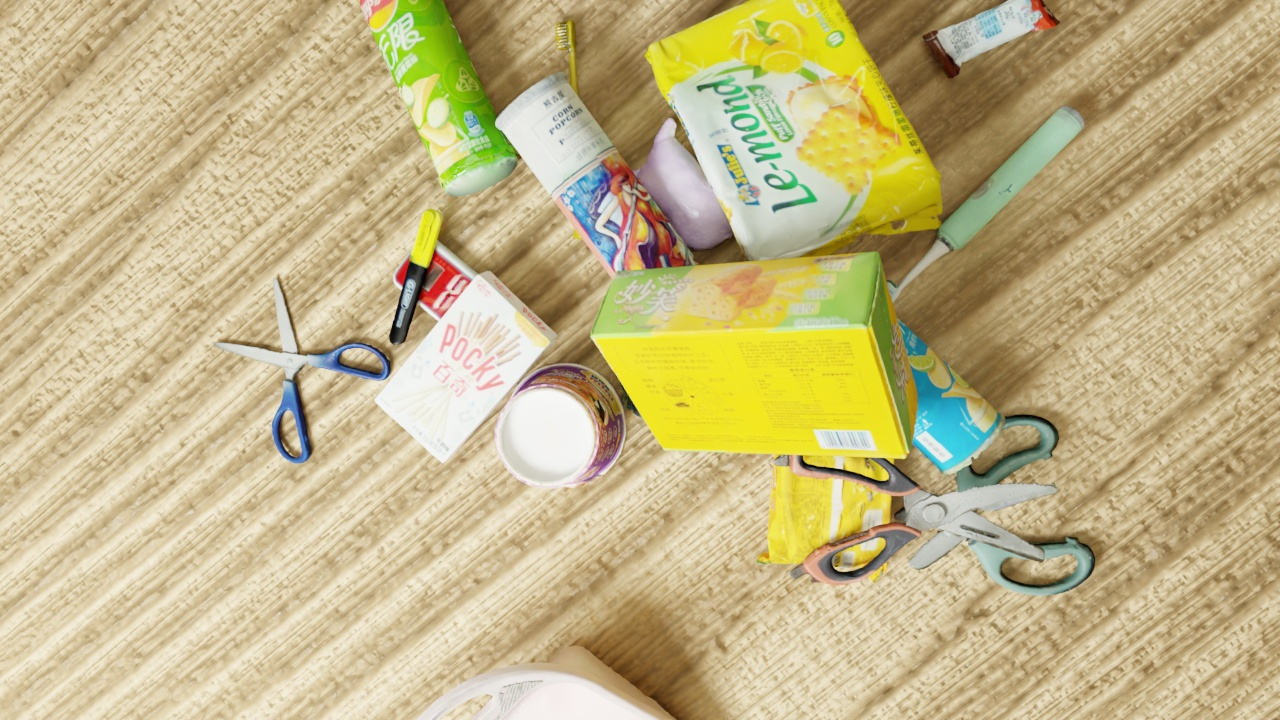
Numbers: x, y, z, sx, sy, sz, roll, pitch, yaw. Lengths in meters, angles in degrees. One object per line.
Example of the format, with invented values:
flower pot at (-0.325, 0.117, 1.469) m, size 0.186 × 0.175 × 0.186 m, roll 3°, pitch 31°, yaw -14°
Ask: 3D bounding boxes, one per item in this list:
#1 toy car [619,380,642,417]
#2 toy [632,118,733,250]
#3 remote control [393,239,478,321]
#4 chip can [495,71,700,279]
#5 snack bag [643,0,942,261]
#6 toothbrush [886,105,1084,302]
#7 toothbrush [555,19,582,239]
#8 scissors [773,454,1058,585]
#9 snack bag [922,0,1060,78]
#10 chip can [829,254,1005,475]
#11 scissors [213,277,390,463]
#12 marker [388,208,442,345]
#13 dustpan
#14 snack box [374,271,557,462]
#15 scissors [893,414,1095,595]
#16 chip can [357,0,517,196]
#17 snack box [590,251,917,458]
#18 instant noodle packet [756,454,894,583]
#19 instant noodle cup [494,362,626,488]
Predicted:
toy car at (-0.005, 0.005, 0.796) m, size 0.034 × 0.043 × 0.090 m, roll -16°, pitch 86°, yaw -28°
toy at (0.036, -0.140, 0.786) m, size 0.108 × 0.038 × 0.084 m, roll 44°, pitch 113°, yaw 1°
remote control at (-0.156, -0.050, 0.817) m, size 0.136 × 0.020 × 0.056 m, roll 40°, pitch 95°, yaw 3°
chip can at (-0.028, -0.129, 0.764) m, size 0.071 × 0.071 × 0.214 m, roll -36°, pitch 97°, yaw 6°
snack bag at (0.120, -0.184, 0.735) m, size 0.158 × 0.068 × 0.246 m, roll -24°, pitch 73°, yaw 2°
toothbrush at (0.280, -0.124, 0.769) m, size 0.027 × 0.026 × 0.224 m, roll 42°, pitch 96°, yaw -19°
toothbrush at (-0.060, -0.202, 0.804) m, size 0.017 × 0.015 × 0.190 m, roll -3°, pitch 92°, yaw 10°
scissors at (0.212, 0.121, 0.738) m, size 0.227 × 0.015 × 0.189 m, roll -36°, pitch 93°, yaw 13°
snack bag at (0.291, -0.275, 0.761) m, size 0.104 × 0.026 × 0.048 m, roll -28°, pitch 83°, yaw 7°
chip can at (0.199, -0.002, 0.760) m, size 0.210 × 0.071 × 0.071 m, roll 43°, pitch 95°, yaw 2°
scissors at (-0.308, 0.007, 0.839) m, size 0.162 × 0.012 × 0.173 m, roll -9°, pitch 90°, yaw 7°
marker at (-0.198, -0.073, 0.803) m, size 0.018 × 0.015 × 0.124 m, roll 19°, pitch 95°, yaw 12°
dustpan at (-0.067, 0.369, 0.768) m, size 0.273 × 0.138 × 0.222 m, roll 42°, pitch 95°, yaw 3°
snack box at (-0.153, 0.007, 0.800) m, size 0.084 × 0.026 × 0.157 m, roll 43°, pitch 108°, yaw 0°
scissors at (0.316, 0.141, 0.782) m, size 0.181 × 0.019 × 0.170 m, roll 45°, pitch 94°, yaw 1°
chip can at (-0.179, -0.250, 0.785) m, size 0.072 × 0.072 × 0.221 m, roll -25°, pitch 90°, yaw 6°
snack box at (0.090, 0.001, 0.694) m, size 0.210 × 0.158 × 0.069 m, roll -1°, pitch 51°, yaw 28°
instant noodle packet at (0.161, 0.121, 0.783) m, size 0.111 × 0.044 × 0.128 m, roll 6°, pitch 95°, yaw 3°
instant noodle cup at (-0.070, 0.059, 0.775) m, size 0.111 × 0.099 × 0.111 m, roll 0°, pitch 91°, yaw 4°
